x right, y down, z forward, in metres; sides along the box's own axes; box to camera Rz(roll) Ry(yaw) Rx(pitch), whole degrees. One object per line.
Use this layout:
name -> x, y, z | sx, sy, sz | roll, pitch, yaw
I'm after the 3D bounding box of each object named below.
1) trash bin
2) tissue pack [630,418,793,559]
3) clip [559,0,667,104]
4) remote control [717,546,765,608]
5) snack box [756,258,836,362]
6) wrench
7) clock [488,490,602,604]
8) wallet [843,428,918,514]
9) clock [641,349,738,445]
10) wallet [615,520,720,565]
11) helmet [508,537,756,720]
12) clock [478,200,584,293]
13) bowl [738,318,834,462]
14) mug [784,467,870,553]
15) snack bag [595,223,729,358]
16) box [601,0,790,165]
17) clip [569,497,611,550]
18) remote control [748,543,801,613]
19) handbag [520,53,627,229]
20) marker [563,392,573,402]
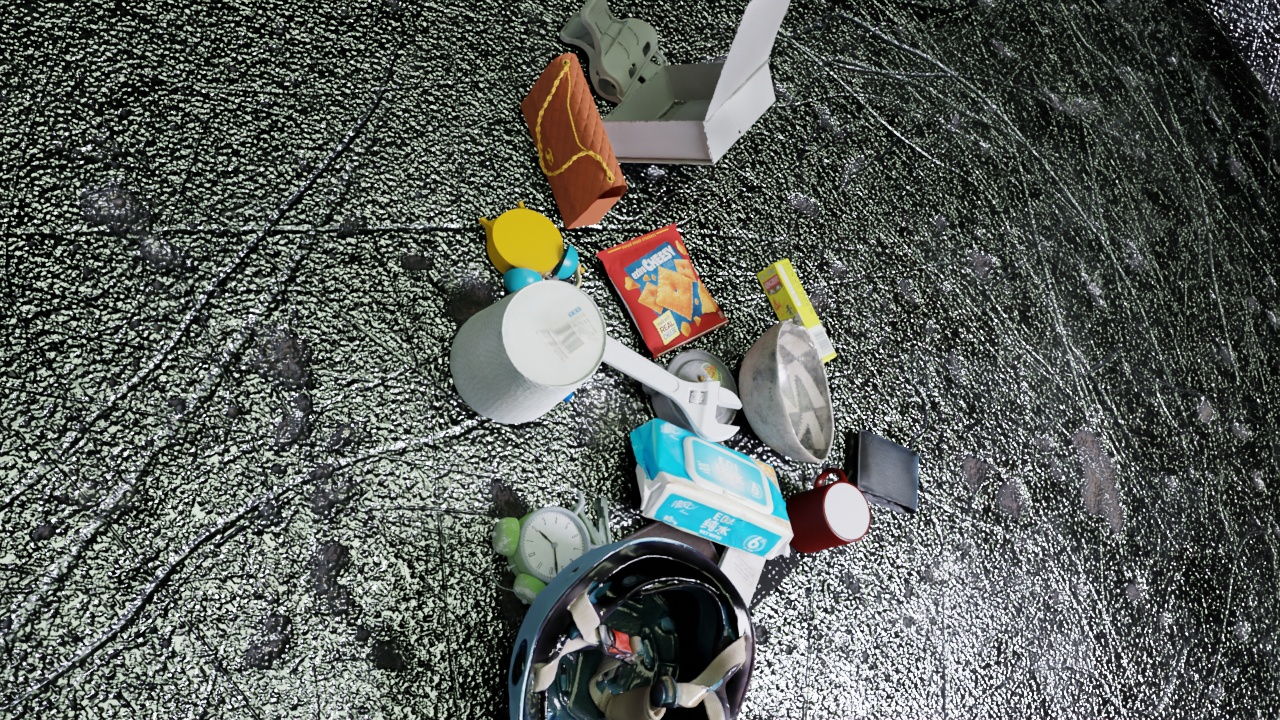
trash bin -> -0.111, -0.011, 0.930 | 0.133, 0.162, 0.133 | 5, 78, -22
tissue pack -> 0.085, 0.148, 1.034 | 0.209, 0.066, 0.116 | 25, 31, -21
clip -> -0.032, -0.411, 1.214 | 0.143, 0.073, 0.124 | 42, 53, -22
remote control -> 0.114, 0.233, 1.042 | 0.050, 0.011, 0.135 | 46, 35, -7
snack box -> 0.207, -0.061, 1.220 | 0.028, 0.040, 0.148 | -21, 83, -35
wrench -> -0.006, 0.006, 1.041 | 0.273, 0.018, 0.066 | 30, 69, 3
clock -> -0.100, 0.196, 0.940 | 0.119, 0.043, 0.094 | -20, 81, -35
wallet -> 0.322, 0.146, 1.213 | 0.115, 0.026, 0.089 | 21, 60, -22
clock -> 0.052, 0.036, 1.084 | 0.147, 0.056, 0.103 | 25, 61, -22
wallet -> 0.035, 0.225, 1.016 | 0.119, 0.031, 0.099 | -20, 78, -33
helmet -> -0.019, 0.303, 0.868 | 0.225, 0.167, 0.265 | 27, 69, -16
clock -> -0.125, -0.121, 1.053 | 0.098, 0.044, 0.129 | -30, 81, -35
bowl -> 0.170, 0.044, 1.123 | 0.178, 0.081, 0.178 | 35, 46, -48
mug -> 0.226, 0.176, 1.111 | 0.073, 0.083, 0.105 | 29, 59, -17
snack bag -> 0.028, -0.087, 1.128 | 0.130, 0.039, 0.144 | -26, 85, -34
box -> 0.089, -0.356, 1.082 | 0.161, 0.340, 0.166 | 39, 55, 1
clip -> -0.047, 0.187, 0.987 | 0.057, 0.023, 0.076 | -10, 75, -31
remote control -> 0.138, 0.263, 1.071 | 0.139, 0.009, 0.030 | -34, 90, -35
handbag -> -0.082, -0.258, 1.089 | 0.060, 0.109, 0.172 | -14, 79, -34
marker -> -0.135, 0.005, 1.014 | 0.142, 0.013, 0.013 | 33, 58, -15
